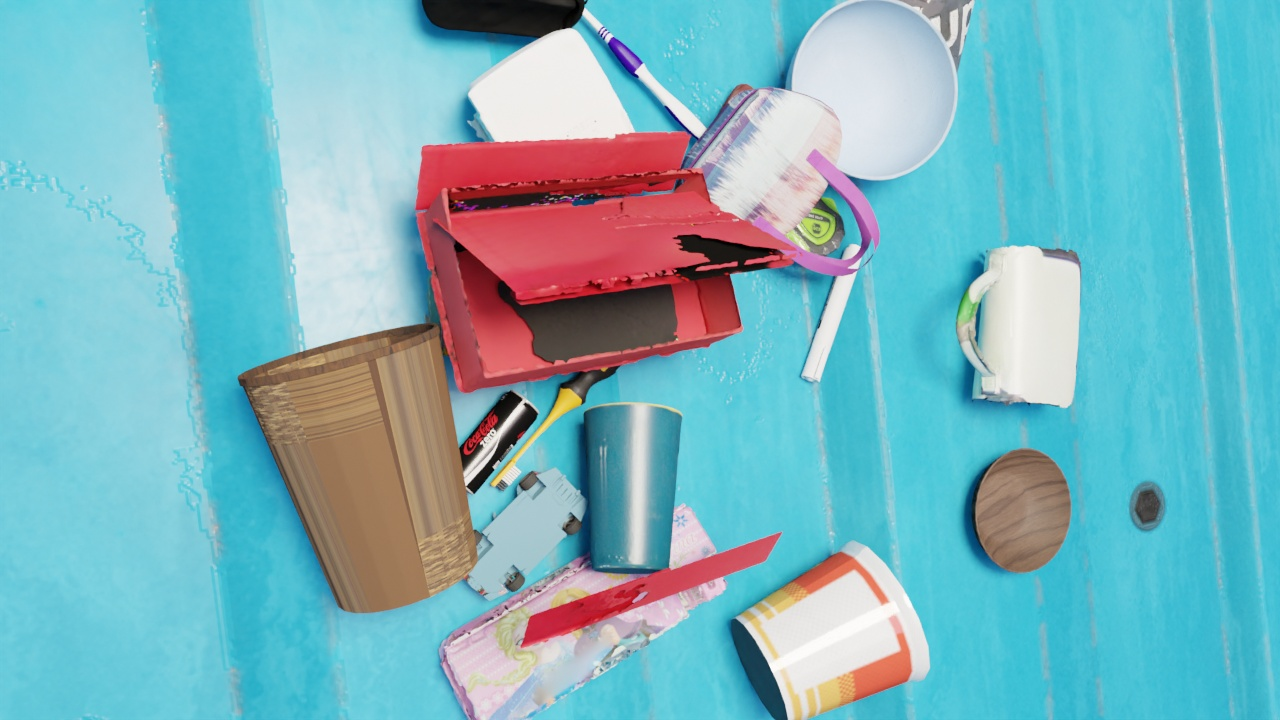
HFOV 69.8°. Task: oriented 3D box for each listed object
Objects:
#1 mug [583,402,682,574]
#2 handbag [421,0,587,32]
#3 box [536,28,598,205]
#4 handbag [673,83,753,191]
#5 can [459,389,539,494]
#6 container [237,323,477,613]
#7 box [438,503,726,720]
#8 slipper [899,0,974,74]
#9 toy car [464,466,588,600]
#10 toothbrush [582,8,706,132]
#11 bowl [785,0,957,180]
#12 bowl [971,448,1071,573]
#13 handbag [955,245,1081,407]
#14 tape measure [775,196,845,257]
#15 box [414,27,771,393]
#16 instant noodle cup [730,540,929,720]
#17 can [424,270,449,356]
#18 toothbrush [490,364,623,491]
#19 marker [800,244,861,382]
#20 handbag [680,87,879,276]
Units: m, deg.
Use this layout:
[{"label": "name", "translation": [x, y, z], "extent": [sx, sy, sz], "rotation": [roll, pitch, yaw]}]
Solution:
[{"label": "mug", "translation": [-0.007, 0.100, 0.704], "extent": [0.078, 0.078, 0.121], "rotation": [8, 72, -22]}, {"label": "handbag", "translation": [-0.090, -0.326, 0.665], "extent": [0.125, 0.115, 0.153], "rotation": [3, 74, -28]}, {"label": "box", "translation": [-0.074, -0.186, 0.709], "extent": [0.102, 0.102, 0.108], "rotation": [-33, 112, -1]}, {"label": "handbag", "translation": [0.068, -0.177, 0.783], "extent": [0.055, 0.029, 0.119], "rotation": [42, 80, -11]}, {"label": "can", "translation": [-0.114, 0.062, 0.700], "extent": [0.031, 0.032, 0.080], "rotation": [43, 75, -16]}, {"label": "container", "translation": [-0.181, 0.072, 0.627], "extent": [0.132, 0.132, 0.167], "rotation": [-17, 102, -22]}, {"label": "box", "translation": [-0.038, 0.201, 0.713], "extent": [0.230, 0.063, 0.084], "rotation": [-27, 99, -20]}, {"label": "slipper", "translation": [0.265, -0.351, 0.845], "extent": [0.111, 0.063, 0.263], "rotation": [8, 84, -22]}, {"label": "toy car", "translation": [-0.093, 0.132, 0.710], "extent": [0.107, 0.027, 0.060], "rotation": [-45, 105, -12]}, {"label": "toothbrush", "translation": [-0.006, -0.242, 0.749], "extent": [0.186, 0.016, 0.015], "rotation": [43, 85, -12]}, {"label": "bowl", "translation": [0.188, -0.229, 0.798], "extent": [0.150, 0.075, 0.150], "rotation": [-2, 97, -13]}, {"label": "bowl", "translation": [0.362, 0.144, 0.893], "extent": [0.119, 0.032, 0.119], "rotation": [0, 89, -22]}, {"label": "handbag", "translation": [0.334, -0.033, 0.851], "extent": [0.175, 0.074, 0.151], "rotation": [2, 91, -41]}, {"label": "tape measure", "translation": [0.144, -0.116, 0.807], "extent": [0.065, 0.036, 0.058], "rotation": [11, 76, -18]}, {"label": "box", "translation": [-0.031, -0.189, 0.594], "extent": [0.212, 0.128, 0.426], "rotation": [-10, 114, -29]}, {"label": "instant noodle cup", "translation": [0.151, 0.233, 0.765], "extent": [0.121, 0.123, 0.123], "rotation": [-22, 97, -14]}, {"label": "can", "translation": [-0.104, -0.040, 0.686], "extent": [0.105, 0.068, 0.067], "rotation": [-7, 92, -22]}, {"label": "toothbrush", "translation": [-0.052, 0.024, 0.729], "extent": [0.031, 0.031, 0.196], "rotation": [43, 78, -12]}, {"label": "marker", "translation": [0.174, -0.044, 0.825], "extent": [0.017, 0.020, 0.133], "rotation": [24, 81, -19]}, {"label": "handbag", "translation": [0.123, -0.132, 0.748], "extent": [0.170, 0.068, 0.145], "rotation": [36, 102, -18]}]
